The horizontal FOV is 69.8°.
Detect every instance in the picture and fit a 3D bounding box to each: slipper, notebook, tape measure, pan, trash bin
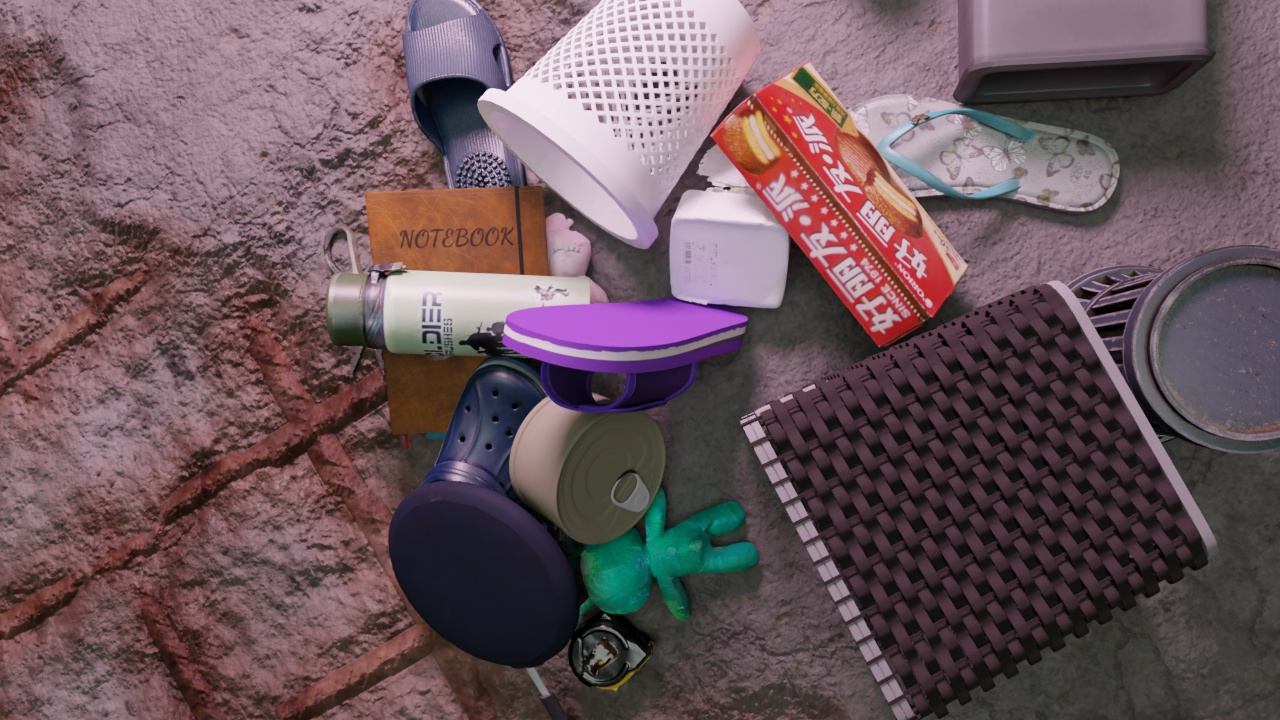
[{"bbox_3d":[-0.151,0.120,0.863,0.105,0.095,0.253,25,106,-3],"label":"slipper"},{"bbox_3d":[-0.158,-0.037,0.874,0.178,0.014,0.249,-3,107,-4],"label":"notebook"},{"bbox_3d":[-0.005,0.004,0.780,0.107,0.265,0.084,22,109,32],"label":"slipper"},{"bbox_3d":[-0.032,0.279,0.883,0.071,0.042,0.072,38,98,5],"label":"tape measure"},{"bbox_3d":[-0.173,-0.248,0.895,0.101,0.082,0.263,-15,87,7],"label":"slipper"},{"bbox_3d":[-0.114,0.268,0.852,0.199,0.021,0.356,-17,107,32],"label":"pan"},{"bbox_3d":[0.418,-0.005,0.712,0.164,0.227,0.164,0,89,10],"label":"trash bin"},{"bbox_3d":[0.374,-0.348,0.792,0.192,0.097,0.220,0,88,10],"label":"trash bin"},{"bbox_3d":[0.293,-0.191,0.826,0.269,0.054,0.098,7,88,9],"label":"slipper"},{"bbox_3d":[-0.006,-0.240,0.822,0.195,0.195,0.199,38,86,8],"label":"trash bin"}]

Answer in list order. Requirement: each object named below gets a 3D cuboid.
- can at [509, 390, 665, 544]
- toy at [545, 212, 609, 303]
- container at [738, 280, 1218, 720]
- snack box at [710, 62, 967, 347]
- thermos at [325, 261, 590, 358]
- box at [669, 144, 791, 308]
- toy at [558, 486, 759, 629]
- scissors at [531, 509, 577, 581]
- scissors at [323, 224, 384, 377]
[{"bbox_3d":[-0.048,0.094,0.836,0.073,0.127,0.128,22,94,44],"label":"can"},{"bbox_3d":[-0.074,-0.089,0.893,0.064,0.047,0.110,-24,90,20],"label":"toy"},{"bbox_3d":[0.246,0.100,0.736,0.244,0.247,0.245,-28,85,5],"label":"container"},{"bbox_3d":[0.175,-0.137,0.794,0.236,0.112,0.060,51,135,-2],"label":"snack box"},{"bbox_3d":[-0.161,-0.045,0.822,0.231,0.082,0.082,2,89,-4],"label":"thermos"},{"bbox_3d":[0.090,-0.139,0.858,0.108,0.136,0.129,5,130,9],"label":"box"},{"bbox_3d":[0.012,0.186,0.865,0.193,0.072,0.130,-16,81,1],"label":"toy"},{"bbox_3d":[-0.086,0.167,0.904,0.156,0.019,0.124,-45,78,9],"label":"scissors"},{"bbox_3d":[-0.282,-0.073,0.947,0.162,0.012,0.158,42,98,8],"label":"scissors"}]
